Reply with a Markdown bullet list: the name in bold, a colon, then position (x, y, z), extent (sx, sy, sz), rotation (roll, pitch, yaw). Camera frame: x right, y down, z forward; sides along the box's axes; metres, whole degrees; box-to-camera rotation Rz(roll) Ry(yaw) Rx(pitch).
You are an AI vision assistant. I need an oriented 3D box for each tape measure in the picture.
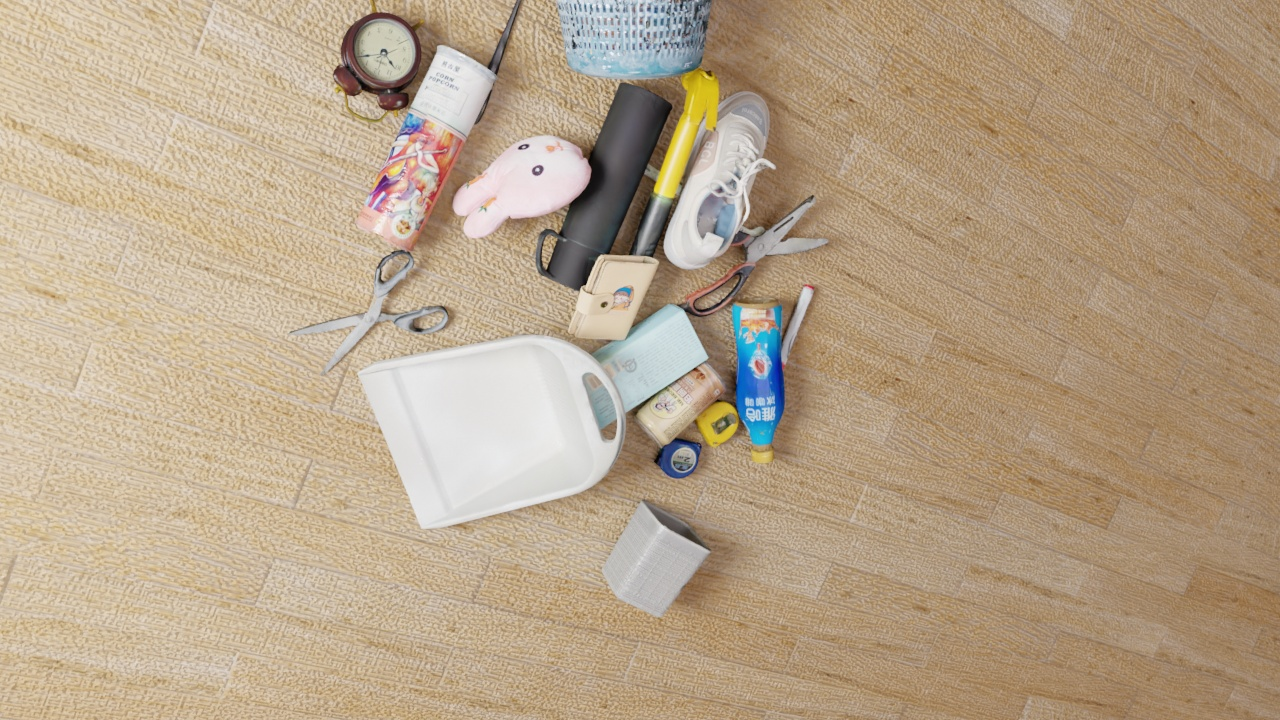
- **tape measure**: position (0.103, 0.081, 1.223), extent (0.057, 0.029, 0.060), rotation (-35, 113, -10)
- **tape measure**: position (0.049, 0.128, 1.216), extent (0.058, 0.025, 0.054), rotation (13, 100, -19)

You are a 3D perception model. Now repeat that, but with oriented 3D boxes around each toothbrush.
- **toothbrush**: position (0.078, -0.197, 1.152), extent (0.189, 0.020, 0.029), rotation (27, 125, -23)
- **toothbrush**: position (-0.155, -0.351, 1.029), extent (0.015, 0.018, 0.181), rotation (19, 97, -29)

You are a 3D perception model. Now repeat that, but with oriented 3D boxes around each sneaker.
- **sneaker**: position (0.103, -0.224, 1.089), extent (0.089, 0.091, 0.242), rotation (27, 75, -20)

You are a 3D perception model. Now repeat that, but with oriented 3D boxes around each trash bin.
- **trash bin**: position (-0.008, -0.411, 0.978), extent (0.226, 0.226, 0.195), rotation (-9, 118, -18)

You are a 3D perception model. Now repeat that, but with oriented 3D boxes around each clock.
- **clock**: position (-0.276, -0.312, 0.970), extent (0.082, 0.055, 0.122), rotation (19, 93, -24)

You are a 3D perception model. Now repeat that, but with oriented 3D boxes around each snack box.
- **snack box**: position (-0.007, 0.007, 1.151), extent (0.174, 0.051, 0.074), rotation (-33, 114, -9)

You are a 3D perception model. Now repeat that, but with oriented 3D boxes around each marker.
- **marker**: position (0.203, -0.033, 1.239), extent (0.017, 0.017, 0.145), rotation (18, 96, -23)

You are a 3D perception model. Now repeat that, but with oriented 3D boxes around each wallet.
- **wallet**: position (-0.035, -0.073, 1.083), extent (0.087, 0.024, 0.115), rotation (1, 131, -32)

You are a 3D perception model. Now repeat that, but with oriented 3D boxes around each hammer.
- **hammer**: position (0.026, -0.194, 1.083), extent (0.033, 0.128, 0.301), rotation (15, 113, -13)

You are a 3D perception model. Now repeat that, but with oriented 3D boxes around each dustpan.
- **dustpan**: position (-0.159, 0.077, 1.065), extent (0.257, 0.143, 0.223), rotation (-22, 109, -16)

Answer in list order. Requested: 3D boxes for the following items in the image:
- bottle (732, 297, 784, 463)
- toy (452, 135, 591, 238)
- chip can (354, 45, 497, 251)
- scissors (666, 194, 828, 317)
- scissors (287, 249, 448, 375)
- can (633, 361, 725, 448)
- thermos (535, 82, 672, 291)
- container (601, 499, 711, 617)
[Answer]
- **bottle**: position (0.157, 0.028, 1.208), extent (0.065, 0.065, 0.219), rotation (-8, 105, -19)
- **toy**: position (-0.134, -0.195, 1.027), extent (0.159, 0.121, 0.054), rotation (-31, 139, -3)
- **chip can**: position (-0.234, -0.228, 0.999), extent (0.071, 0.071, 0.215), rotation (25, 94, -24)
- **scissors**: position (0.131, -0.137, 1.169), extent (0.227, 0.015, 0.189), rotation (12, 107, -18)
- **scissors**: position (-0.303, -0.052, 1.040), extent (0.180, 0.014, 0.159), rotation (4, 111, -25)
- **can**: position (0.051, 0.054, 1.180), extent (0.116, 0.058, 0.058), rotation (-42, 113, -7)
- **thermos**: position (-0.047, -0.201, 1.071), extent (0.090, 0.068, 0.242), rotation (20, 95, -45)
- **container**: position (0.016, 0.262, 1.204), extent (0.090, 0.090, 0.114), rotation (32, 94, -23)
